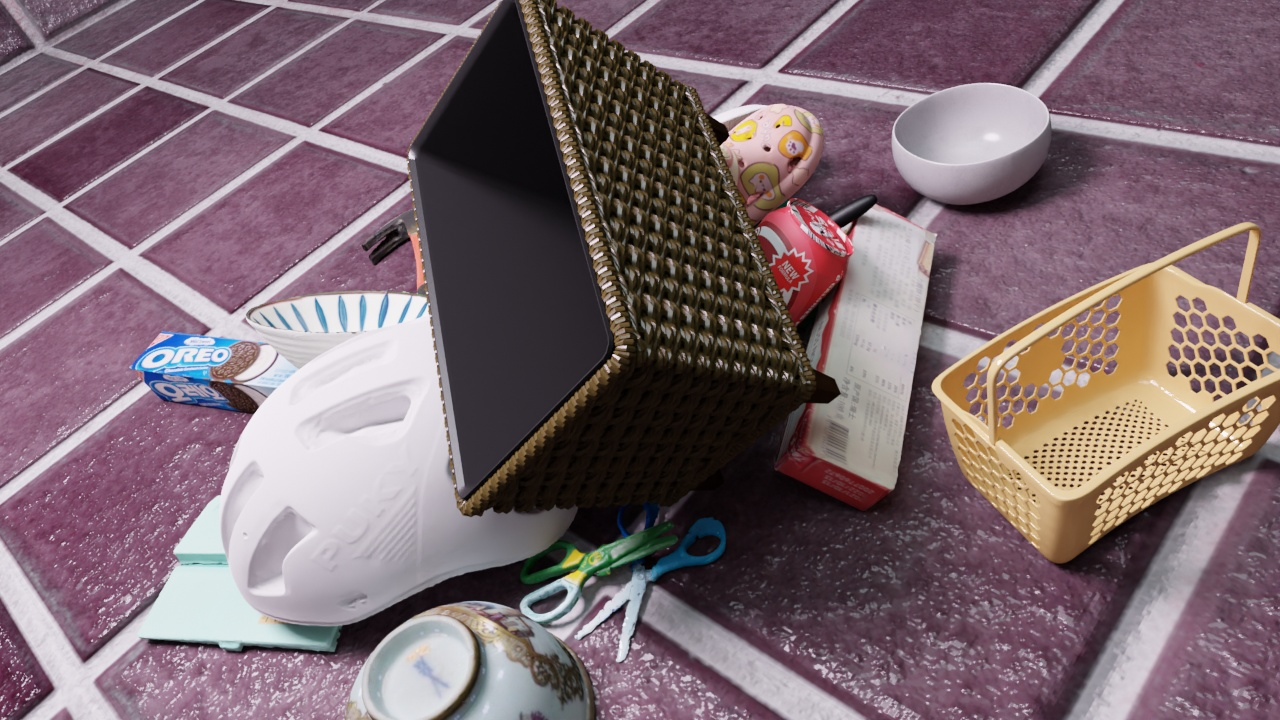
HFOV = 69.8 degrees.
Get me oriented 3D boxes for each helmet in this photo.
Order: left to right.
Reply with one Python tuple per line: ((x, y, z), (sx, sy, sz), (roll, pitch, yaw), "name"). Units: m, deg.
((-0.195, 0.079, 0.703), (0.283, 0.184, 0.223), (-27, 29, 14), "helmet")

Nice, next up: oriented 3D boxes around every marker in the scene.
((0.135, -0.098, 0.756), (0.134, 0.015, 0.018), (-30, 83, 13), "marker")

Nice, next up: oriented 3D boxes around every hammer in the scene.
((-0.217, -0.066, 0.945), (0.133, 0.033, 0.332), (-20, 42, -1), "hammer")

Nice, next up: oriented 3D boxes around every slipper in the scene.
((0.065, -0.156, 0.789), (0.197, 0.081, 0.093), (-44, 45, 3), "slipper")

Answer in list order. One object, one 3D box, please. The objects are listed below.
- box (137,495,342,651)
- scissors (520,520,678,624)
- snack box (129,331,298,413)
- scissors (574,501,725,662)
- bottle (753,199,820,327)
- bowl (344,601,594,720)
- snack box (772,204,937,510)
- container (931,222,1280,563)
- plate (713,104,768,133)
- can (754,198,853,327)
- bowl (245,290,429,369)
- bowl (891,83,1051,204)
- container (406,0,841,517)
((-0.301, 0.167, 0.740), (0.187, 0.033, 0.136), (-5, 39, 18), "box")
((-0.030, 0.146, 0.643), (0.131, 0.014, 0.070), (-20, 41, 18), "scissors")
((-0.404, 0.014, 0.916), (0.227, 0.059, 0.059), (6, 52, 27), "snack box")
((-0.006, 0.148, 0.650), (0.133, 0.015, 0.104), (-43, 48, -15), "scissors")
((0.113, -0.115, 0.831), (0.068, 0.068, 0.209), (-20, 49, 1), "bottle")
((-0.118, 0.211, 0.565), (0.160, 0.094, 0.159), (-11, 42, 10), "bowl")
((0.170, -0.015, 0.705), (0.076, 0.044, 0.272), (25, 52, -4), "snack box")
((0.285, 0.011, 0.556), (0.183, 0.167, 0.129), (-27, 42, -6), "container")
((0.068, -0.208, 0.905), (0.157, 0.157, 0.014), (-25, 83, -5), "plate")
((0.097, -0.053, 0.724), (0.143, 0.074, 0.074), (-51, 32, 29), "can")
((-0.257, -0.013, 0.826), (0.177, 0.071, 0.177), (1, 15, -1), "bowl")
((0.300, -0.190, 0.836), (0.132, 0.064, 0.131), (-12, 43, 11), "bowl")
((-0.017, -0.064, 0.637), (0.177, 0.204, 0.320), (-44, 48, 36), "container")
